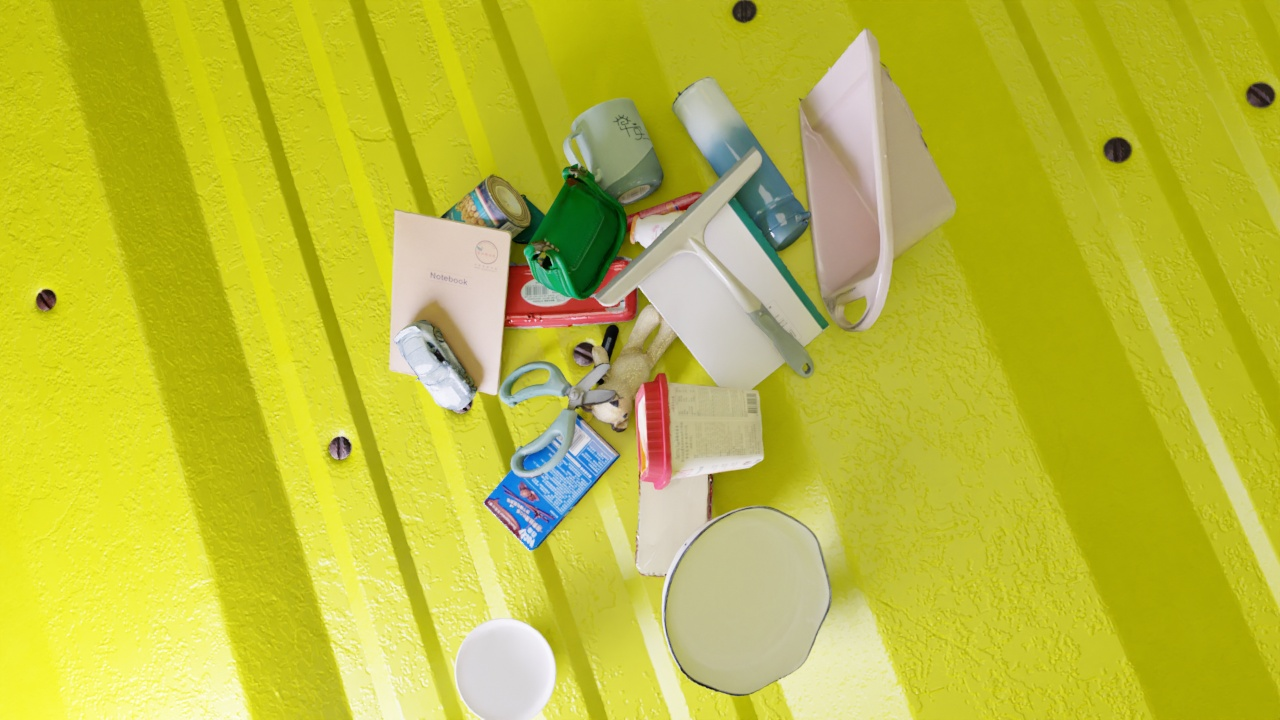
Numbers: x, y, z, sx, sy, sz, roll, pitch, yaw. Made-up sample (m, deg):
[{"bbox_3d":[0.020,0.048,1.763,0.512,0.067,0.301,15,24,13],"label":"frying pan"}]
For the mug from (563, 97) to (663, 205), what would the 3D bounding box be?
[{"bbox_3d":[-0.036,-0.244,1.094,0.111,0.082,0.106,-18,83,-35],"label":"mug"}]

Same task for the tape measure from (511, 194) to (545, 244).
[{"bbox_3d":[-0.145,-0.172,1.141,0.058,0.025,0.054,44,90,11],"label":"tape measure"}]

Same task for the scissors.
[{"bbox_3d":[-0.103,0.070,1.072,0.174,0.019,0.177,-2,69,31],"label":"scissors"}]

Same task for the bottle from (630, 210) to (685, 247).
[{"bbox_3d":[0.043,-0.148,1.092,0.108,0.063,0.063,10,85,8],"label":"bottle"}]

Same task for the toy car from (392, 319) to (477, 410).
[{"bbox_3d":[-0.249,0.008,1.113,0.054,0.036,0.120,-29,103,22],"label":"toy car"}]

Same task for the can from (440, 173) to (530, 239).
[{"bbox_3d":[-0.195,-0.162,1.105,0.111,0.075,0.075,-34,80,23],"label":"can"}]

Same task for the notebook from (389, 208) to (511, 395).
[{"bbox_3d":[-0.232,-0.068,1.104,0.148,0.008,0.208,13,113,9],"label":"notebook"}]

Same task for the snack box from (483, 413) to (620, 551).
[{"bbox_3d":[-0.106,0.141,1.094,0.084,0.026,0.157,43,97,10],"label":"snack box"}]

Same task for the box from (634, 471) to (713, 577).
[{"bbox_3d":[0.038,0.162,1.052,0.091,0.079,0.168,2,83,7],"label":"box"}]

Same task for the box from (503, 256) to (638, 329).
[{"bbox_3d":[-0.103,-0.084,1.123,0.201,0.048,0.087,-3,81,8],"label":"box"}]

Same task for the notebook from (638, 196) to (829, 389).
[{"bbox_3d":[0.103,-0.073,1.064,0.150,0.012,0.209,-39,103,1],"label":"notebook"}]

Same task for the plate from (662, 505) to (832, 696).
[{"bbox_3d":[0.112,0.259,1.007,0.204,0.046,0.205,-2,95,-21],"label":"plate"}]

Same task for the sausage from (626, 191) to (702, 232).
[{"bbox_3d":[0.010,-0.176,1.123,0.156,0.020,0.020,-19,82,6],"label":"sausage"}]

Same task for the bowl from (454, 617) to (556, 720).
[{"bbox_3d":[-0.149,0.355,1.065,0.118,0.064,0.118,-1,83,7],"label":"bowl"}]

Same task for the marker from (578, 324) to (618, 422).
[{"bbox_3d":[-0.051,0.016,1.112,0.018,0.015,0.124,18,87,5],"label":"marker"}]

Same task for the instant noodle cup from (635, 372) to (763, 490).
[{"bbox_3d":[0.062,0.076,0.984,0.124,0.116,0.116,-1,76,-6],"label":"instant noodle cup"}]

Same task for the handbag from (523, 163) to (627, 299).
[{"bbox_3d":[-0.076,-0.143,1.046,0.068,0.120,0.131,22,77,21],"label":"handbag"}]

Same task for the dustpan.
[{"bbox_3d":[0.218,-0.179,0.993,0.138,0.223,0.273,-32,88,-9],"label":"dustpan"}]

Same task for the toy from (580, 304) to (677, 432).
[{"bbox_3d":[-0.006,0.006,1.082,0.105,0.066,0.157,32,86,-7],"label":"toy"}]

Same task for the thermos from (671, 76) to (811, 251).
[{"bbox_3d":[0.120,-0.231,1.091,0.070,0.070,0.220,-32,81,3],"label":"thermos"}]

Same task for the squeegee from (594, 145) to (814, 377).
[{"bbox_3d":[0.121,-0.067,1.041,0.246,0.039,0.246,-43,103,1],"label":"squeegee"}]
